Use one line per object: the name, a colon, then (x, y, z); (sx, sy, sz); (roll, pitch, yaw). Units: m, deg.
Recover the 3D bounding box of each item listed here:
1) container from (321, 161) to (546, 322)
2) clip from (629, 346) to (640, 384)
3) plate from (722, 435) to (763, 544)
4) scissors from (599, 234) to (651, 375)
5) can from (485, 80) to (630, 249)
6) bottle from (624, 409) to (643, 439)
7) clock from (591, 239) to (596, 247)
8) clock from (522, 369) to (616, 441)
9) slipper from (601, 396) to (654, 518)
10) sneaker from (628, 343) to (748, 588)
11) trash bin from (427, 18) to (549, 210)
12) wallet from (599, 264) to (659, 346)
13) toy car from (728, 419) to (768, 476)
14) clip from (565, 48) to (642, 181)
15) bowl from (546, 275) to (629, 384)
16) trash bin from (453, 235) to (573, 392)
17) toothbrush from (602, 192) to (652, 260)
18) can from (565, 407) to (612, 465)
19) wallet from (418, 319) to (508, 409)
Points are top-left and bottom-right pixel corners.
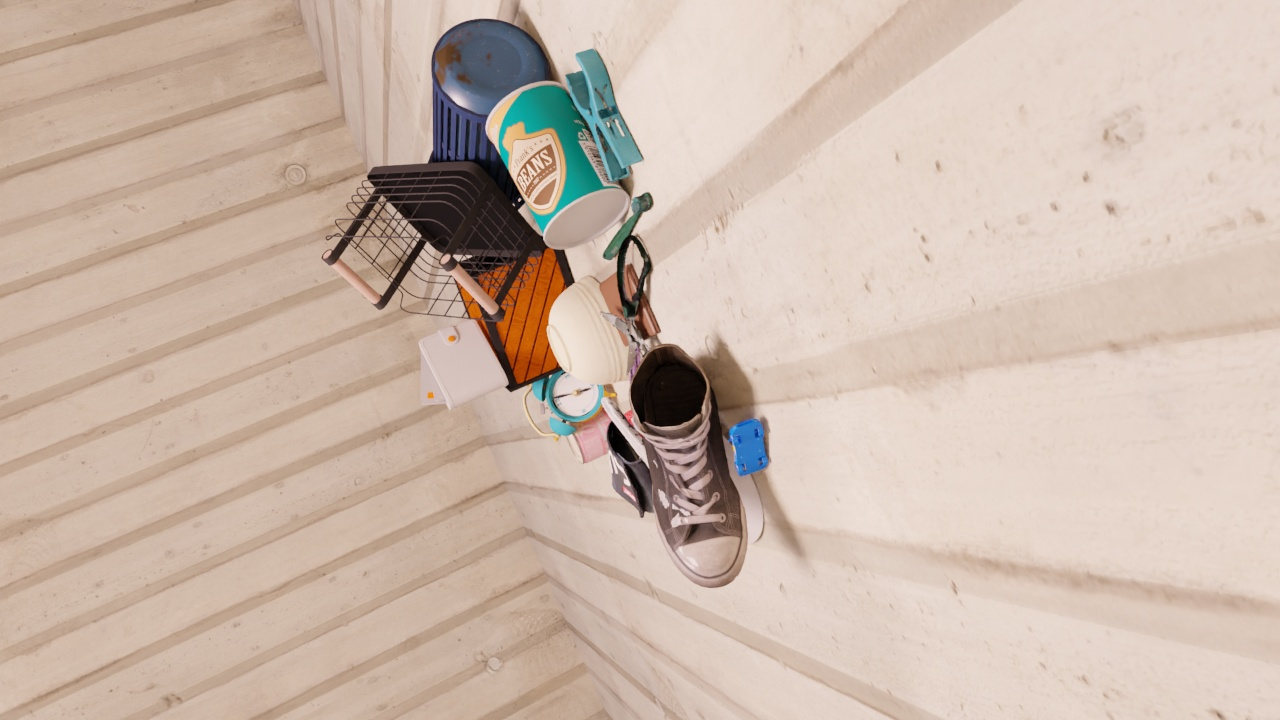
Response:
container: (-0.257, -0.140, 1.139); (0.242, 0.130, 0.163); (7, 150, 37)
clip: (-0.007, 0.007, 1.138); (0.029, 0.013, 0.050); (138, 129, -71)
plate: (0.062, 0.140, 1.028); (0.174, 0.036, 0.174); (40, 147, 34)
scissors: (0.010, -0.041, 1.019); (0.202, 0.015, 0.206); (36, 141, 40)
can: (-0.088, -0.205, 0.971); (0.144, 0.099, 0.099); (61, 163, 16)
bottle: (-0.010, 0.093, 1.233); (0.042, 0.041, 0.142); (61, 162, 15)
clock: (-0.084, -0.193, 1.074); (0.091, 0.042, 0.121); (33, 143, 61)
clock: (-0.105, 0.054, 1.326); (0.099, 0.129, 0.044); (63, -179, 9)
slipper: (0.004, 0.161, 1.167); (0.264, 0.063, 0.111); (60, 177, -36)
sneaker: (0.047, 0.102, 0.893); (0.120, 0.095, 0.234); (56, -153, -73)
trash bin: (-0.186, -0.284, 1.100); (0.139, 0.139, 0.250); (63, 161, 11)
wallet: (-0.016, -0.063, 1.091); (0.087, 0.013, 0.121); (67, 161, -2)
toy car: (0.100, 0.077, 0.911); (0.061, 0.033, 0.092); (-114, 7, -47)
clip: (-0.044, -0.242, 0.921); (0.120, 0.030, 0.130); (16, 127, 63)
bowl: (-0.076, -0.029, 1.215); (0.150, 0.075, 0.151); (56, 161, 30)
trash bin: (-0.171, -0.073, 1.328); (0.140, 0.139, 0.172); (28, 139, 64)
toothbrush: (-0.019, -0.140, 0.991); (0.016, 0.017, 0.190); (64, 163, 4)
can: (-0.067, 0.111, 1.372); (0.067, 0.076, 0.067); (56, 160, 32)
wallet: (-0.258, 0.009, 1.254); (0.118, 0.115, 0.038); (57, 161, 27)
